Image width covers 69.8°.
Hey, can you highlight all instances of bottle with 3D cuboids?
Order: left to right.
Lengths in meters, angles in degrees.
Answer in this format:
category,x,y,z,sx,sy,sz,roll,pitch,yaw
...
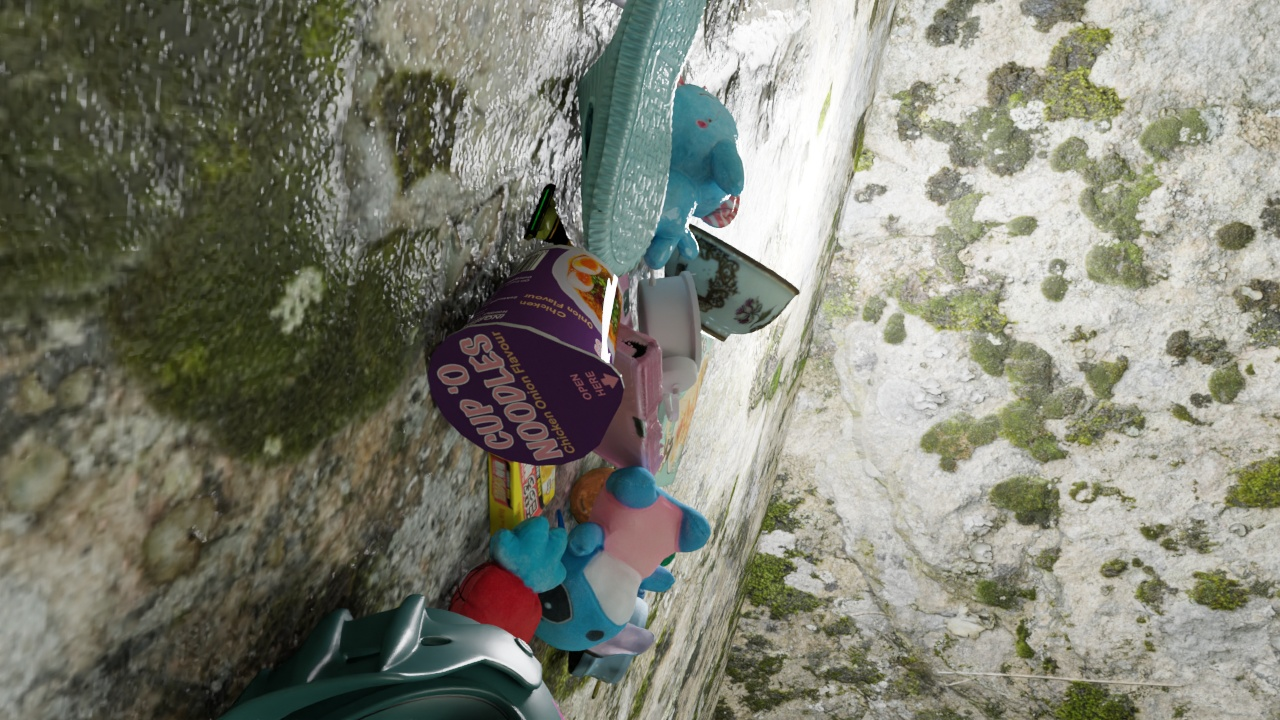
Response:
category,x,y,z,sx,sy,sz,roll,pitch,yaw
bottle,-0.009,0.184,1.019,0.068,0.068,0.210,-68,153,-19

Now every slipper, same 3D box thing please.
category,x,y,z,sx,sy,sz,roll,pitch,yaw
slipper,-0.010,-0.200,0.703,0.115,0.069,0.276,-9,115,-70

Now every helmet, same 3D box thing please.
category,x,y,z,sx,sy,sz,roll,pitch,yaw
helmet,-0.128,0.226,0.485,0.176,0.200,0.275,-26,170,-6

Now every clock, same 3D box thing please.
category,x,y,z,sx,sy,sz,roll,pitch,yaw
clock,-0.037,0.313,1.089,0.161,0.060,0.118,-74,-169,-65
clock,0.032,-0.017,0.939,0.120,0.061,0.159,-172,-104,-84

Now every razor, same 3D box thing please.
category,x,y,z,sx,sy,sz,roll,pitch,yaw
razor,-0.061,-0.088,0.732,0.144,0.021,0.044,64,45,-71

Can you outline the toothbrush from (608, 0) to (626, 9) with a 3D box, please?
category,x,y,z,sx,sy,sz,roll,pitch,yaw
toothbrush,-0.013,-0.280,0.701,0.187,0.019,0.018,-27,128,-69

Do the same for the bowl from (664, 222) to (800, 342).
category,x,y,z,sx,sy,sz,roll,pitch,yaw
bowl,0.087,-0.078,1.028,0.094,0.160,0.159,-59,165,5

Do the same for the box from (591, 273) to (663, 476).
category,x,y,z,sx,sy,sz,roll,pitch,yaw
box,-0.005,0.003,0.842,0.115,0.106,0.233,-50,158,-23

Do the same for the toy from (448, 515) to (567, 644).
category,x,y,z,sx,sy,sz,roll,pitch,yaw
toy,-0.108,0.186,0.742,0.132,0.062,0.092,-59,146,-14

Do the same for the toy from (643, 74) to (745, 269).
category,x,y,z,sx,sy,sz,roll,pitch,yaw
toy,0.043,-0.167,0.828,0.183,0.115,0.180,53,46,-41

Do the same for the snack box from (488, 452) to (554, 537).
category,x,y,z,sx,sy,sz,roll,pitch,yaw
snack box,-0.096,0.073,0.755,0.075,0.025,0.152,-53,154,-52

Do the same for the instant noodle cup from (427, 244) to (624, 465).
category,x,y,z,sx,sy,sz,roll,pitch,yaw
instant noodle cup,-0.059,-0.015,0.632,0.122,0.137,0.121,60,31,-31

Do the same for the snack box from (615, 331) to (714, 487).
category,x,y,z,sx,sy,sz,roll,pitch,yaw
snack box,0.030,0.053,1.080,0.141,0.044,0.193,15,92,-74

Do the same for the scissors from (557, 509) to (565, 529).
category,x,y,z,sx,sy,sz,roll,pitch,yaw
scissors,-0.076,0.215,0.940,0.125,0.016,0.123,32,64,-55

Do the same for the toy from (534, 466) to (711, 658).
category,x,y,z,sx,sy,sz,roll,pitch,yaw
toy,-0.039,0.186,0.863,0.191,0.099,0.224,-48,128,-4

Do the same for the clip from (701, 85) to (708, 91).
category,x,y,z,sx,sy,sz,roll,pitch,yaw
clip,0.066,-0.258,0.967,0.060,0.045,0.023,-64,171,17
